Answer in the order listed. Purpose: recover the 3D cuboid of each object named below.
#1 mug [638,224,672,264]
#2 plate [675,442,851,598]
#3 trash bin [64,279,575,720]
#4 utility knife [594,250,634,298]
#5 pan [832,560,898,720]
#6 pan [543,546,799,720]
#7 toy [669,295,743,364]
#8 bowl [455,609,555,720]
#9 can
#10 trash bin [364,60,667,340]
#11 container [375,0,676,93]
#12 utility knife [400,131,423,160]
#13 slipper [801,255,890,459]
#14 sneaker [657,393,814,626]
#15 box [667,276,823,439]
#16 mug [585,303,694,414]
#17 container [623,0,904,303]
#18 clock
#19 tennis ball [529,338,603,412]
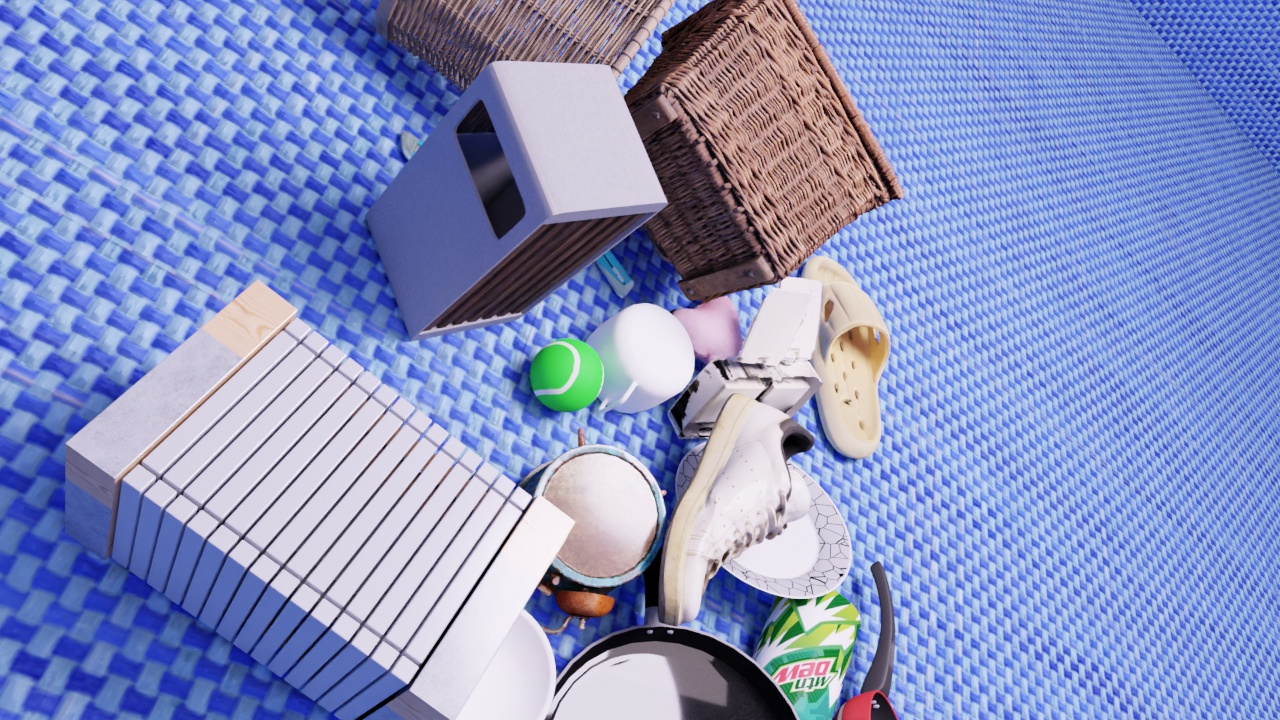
[{"bbox_3d":[0.043,-0.155,0.965,0.110,0.096,0.122,12,71,-30],"label":"mug"},{"bbox_3d":[0.117,0.153,0.888,0.188,0.016,0.188,18,37,-14],"label":"plate"},{"bbox_3d":[-0.199,0.105,0.576,0.247,0.143,0.142,39,49,-7],"label":"trash bin"},{"bbox_3d":[-0.047,-0.114,0.922,0.022,0.015,0.117,-38,94,-18],"label":"utility knife"},{"bbox_3d":[0.223,0.350,0.859,0.355,0.067,0.209,-87,152,-44],"label":"pan"},{"bbox_3d":[0.020,0.265,0.748,0.225,0.034,0.355,5,49,-16],"label":"pan"},{"bbox_3d":[0.078,-0.026,0.956,0.093,0.050,0.102,55,44,0],"label":"toy"},{"bbox_3d":[-0.121,0.232,0.672,0.109,0.041,0.109,15,56,-24],"label":"bowl"},{"bbox_3d":[0.144,0.282,0.839,0.083,0.083,0.143,44,48,-14],"label":"can"},{"bbox_3d":[-0.106,-0.118,0.725,0.114,0.230,0.114,-15,79,-43],"label":"trash bin"},{"bbox_3d":[-0.104,-0.312,0.838,0.196,0.228,0.226,37,50,-11],"label":"container"},{"bbox_3d":[-0.141,-0.153,0.864,0.196,0.015,0.031,31,57,-26],"label":"utility knife"},{"bbox_3d":[0.255,-0.014,1.079,0.111,0.079,0.261,19,59,-36],"label":"slipper"},{"bbox_3d":[0.088,0.132,0.787,0.102,0.089,0.240,17,48,13],"label":"sneaker"},{"bbox_3d":[0.119,0.004,0.901,0.145,0.186,0.066,3,28,-41],"label":"box"},{"bbox_3d":[-0.005,0.005,0.861,0.094,0.068,0.115,43,49,-15],"label":"mug"},{"bbox_3d":[0.086,-0.187,0.851,0.182,0.163,0.250,-47,110,-30],"label":"container"},{"bbox_3d":[-0.054,0.146,0.748,0.121,0.073,0.157,38,61,-8],"label":"clock"},{"bbox_3d":[-0.065,0.013,0.810,0.065,0.066,0.065,18,59,-32],"label":"tennis ball"}]
